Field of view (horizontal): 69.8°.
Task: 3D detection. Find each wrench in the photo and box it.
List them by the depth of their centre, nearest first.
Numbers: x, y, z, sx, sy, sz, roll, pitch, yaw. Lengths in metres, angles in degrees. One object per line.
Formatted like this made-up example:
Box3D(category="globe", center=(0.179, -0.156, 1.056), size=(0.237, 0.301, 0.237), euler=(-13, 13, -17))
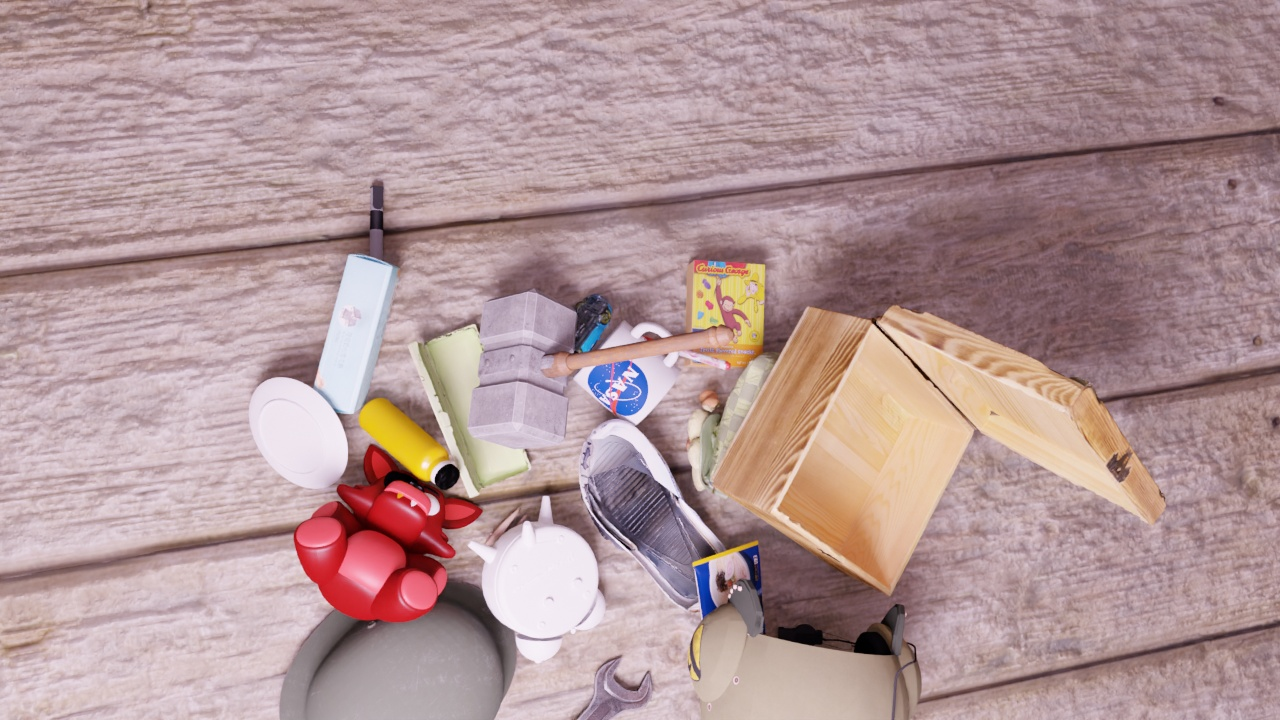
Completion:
Box3D(category="wrench", center=(-0.092, 0.451, 1.044), size=(0.272, 0.010, 0.070), euler=(-43, 89, -22))

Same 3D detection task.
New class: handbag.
Box3D(category="handbag", center=(0.116, 0.073, 1.079), size=(0.117, 0.113, 0.186), euler=(21, 95, 20))

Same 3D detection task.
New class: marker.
Box3D(category="marker", center=(-0.310, -0.134, 1.077), size=(0.016, 0.016, 0.140), euler=(0, 86, -9))
Box3D(category="marker", center=(0.041, -0.013, 1.093), size=(0.142, 0.013, 0.012), euler=(17, 83, 21))

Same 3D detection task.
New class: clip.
Box3D(category="clip", center=(-0.159, 0.197, 1.075), size=(0.049, 0.026, 0.061), euler=(6, 92, -4))

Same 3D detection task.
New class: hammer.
Box3D(category="hammer", center=(-0.039, -0.004, 0.963), size=(0.082, 0.319, 0.162), euler=(25, 63, -48))

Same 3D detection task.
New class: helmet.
Box3D(category="helmet", center=(0.166, 0.361, 0.985), size=(0.250, 0.256, 0.232), euler=(11, 81, -7))
Box3D(category="helmet", center=(-0.245, 0.354, 0.985), size=(0.267, 0.154, 0.227), euler=(-34, 92, -25))

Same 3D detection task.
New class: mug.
Box3D(category="mug", center=(-0.006, 0.006, 1.068), size=(0.090, 0.090, 0.121), euler=(41, 116, -4))

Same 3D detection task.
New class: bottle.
Box3D(category="bottle", center=(-0.255, 0.094, 1.017), size=(0.144, 0.043, 0.043), euler=(33, 79, 32))

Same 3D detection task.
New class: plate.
Box3D(category="plate", center=(-0.381, 0.083, 1.010), size=(0.135, 0.011, 0.135), euler=(9, 114, 20))

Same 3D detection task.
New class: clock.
Box3D(category="clock", center=(-0.108, 0.249, 1.035), size=(0.125, 0.073, 0.161), euler=(-29, 101, -28))

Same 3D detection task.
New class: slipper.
Box3D(category="slipper", center=(0.010, 0.185, 1.084), size=(0.111, 0.063, 0.264), euler=(-42, 106, -11))

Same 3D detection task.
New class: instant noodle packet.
Box3D(category="instant noodle packet", center=(0.107, 0.286, 1.090), size=(0.087, 0.026, 0.134), euler=(-14, 109, -21))

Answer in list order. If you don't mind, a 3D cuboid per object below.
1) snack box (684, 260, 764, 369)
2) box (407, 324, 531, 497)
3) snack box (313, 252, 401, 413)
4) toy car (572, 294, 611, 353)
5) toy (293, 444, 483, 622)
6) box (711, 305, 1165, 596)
Box3D(category="snack box", center=(0.103, -0.054, 1.124), size=(0.088, 0.040, 0.125), euler=(3, 86, -9))
Box3D(category="box", center=(-0.191, 0.054, 1.052), size=(0.082, 0.098, 0.188), euler=(-22, 92, -10))
Box3D(category="snack box", center=(-0.318, -0.031, 1.027), size=(0.053, 0.075, 0.174), euler=(14, 93, -9))
Box3D(category="toy car", center=(-0.071, -0.029, 1.094), size=(0.105, 0.048, 0.032), euler=(-57, 140, -7))
Box3D(category="toy", center=(-0.268, 0.183, 0.988), size=(0.158, 0.196, 0.121), euler=(29, 125, -4))
Box3D(category="box", center=(0.324, 0.105, 0.957), size=(0.279, 0.337, 0.286), euler=(36, 77, -38))
